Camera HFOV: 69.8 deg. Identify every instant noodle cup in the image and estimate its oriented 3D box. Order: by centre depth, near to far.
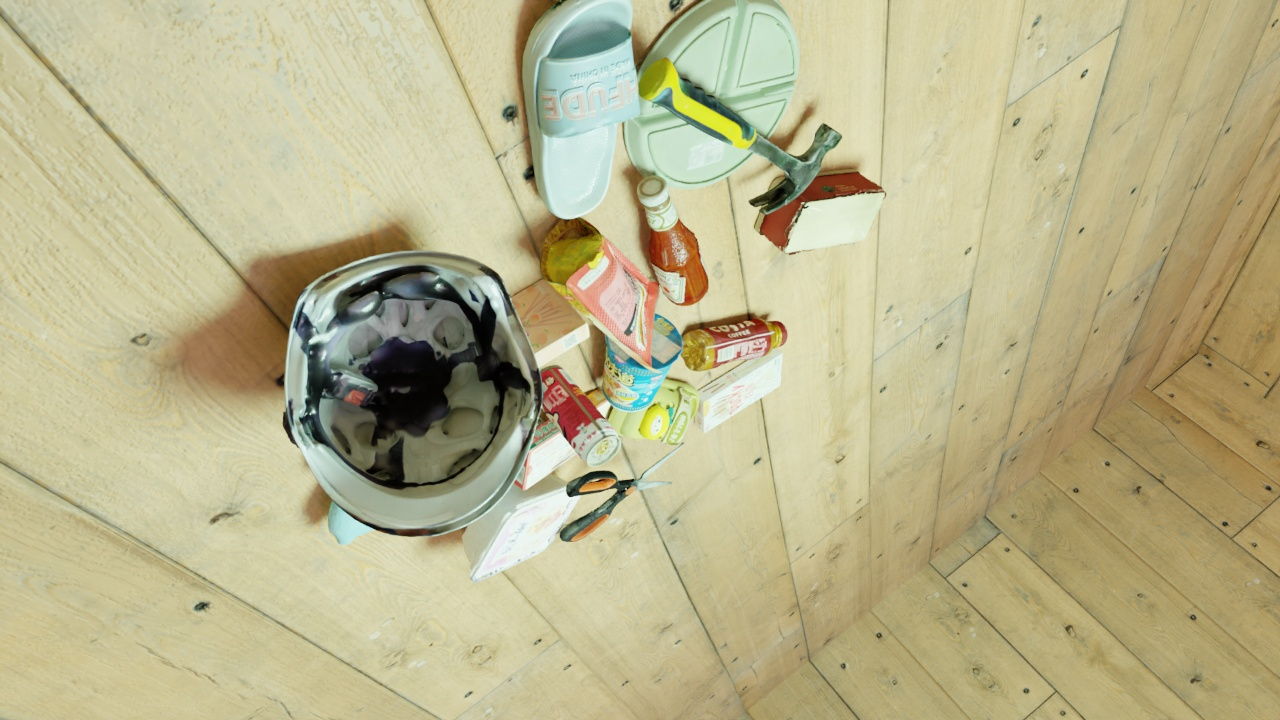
[{"bbox_3d":[-0.007,0.007,1.170,0.099,0.099,0.110,-22,151,-28],"label":"instant noodle cup"},{"bbox_3d":[-0.166,0.215,1.241,0.173,0.060,0.138,-10,137,-57],"label":"instant noodle cup"}]

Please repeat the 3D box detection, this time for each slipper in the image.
[{"bbox_3d":[-0.052,-0.229,0.861,0.103,0.074,0.246,-23,144,-26],"label":"slipper"},{"bbox_3d":[0.037,0.074,1.287,0.190,0.081,0.092,2,115,-55],"label":"slipper"}]

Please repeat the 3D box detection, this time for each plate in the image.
[{"bbox_3d":[0.083,-0.281,0.985,0.229,0.027,0.231,-26,144,-21],"label":"plate"}]

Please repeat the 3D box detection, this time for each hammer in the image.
[{"bbox_3d":[0.106,-0.244,0.996,0.322,0.032,0.126,11,120,-52],"label":"hammer"}]

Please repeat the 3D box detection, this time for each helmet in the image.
[{"bbox_3d":[-0.215,0.032,0.870,0.228,0.258,0.146,-13,177,-15],"label":"helmet"}]

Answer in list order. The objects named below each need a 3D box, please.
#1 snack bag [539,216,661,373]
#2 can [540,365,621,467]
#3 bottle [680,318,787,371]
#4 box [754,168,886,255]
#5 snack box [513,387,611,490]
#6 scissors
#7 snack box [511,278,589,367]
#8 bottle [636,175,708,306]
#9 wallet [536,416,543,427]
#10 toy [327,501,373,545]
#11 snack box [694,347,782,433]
[{"bbox_3d":[-0.029,-0.077,1.035,0.073,0.128,0.208,-14,151,22],"label":"snack bag"},{"bbox_3d":[-0.080,0.067,1.117,0.053,0.132,0.053,-28,144,-22],"label":"can"},{"bbox_3d":[0.137,-0.026,1.305,0.174,0.057,0.058,-12,136,-38],"label":"bottle"},{"bbox_3d":[0.243,-0.191,1.207,0.168,0.077,0.091,-14,137,-36],"label":"box"},{"bbox_3d":[-0.101,0.101,1.200,0.155,0.027,0.077,-33,149,-40],"label":"snack box"},{"bbox_3d":[-0.034,0.179,1.277,0.230,0.021,0.220,-39,153,11],"label":"scissors"},{"bbox_3d":[-0.143,-0.021,0.996,0.157,0.084,0.026,-32,149,-15],"label":"snack box"},{"bbox_3d":[0.036,-0.137,1.066,0.059,0.060,0.206,-38,149,-7],"label":"bottle"},{"bbox_3d":[-0.191,0.117,1.150,0.130,0.037,0.106,-50,157,14],"label":"wallet"},{"bbox_3d":[-0.308,0.137,1.039,0.161,0.050,0.156,-50,142,-5],"label":"toy"},{"bbox_3d":[0.153,0.044,1.432,0.156,0.027,0.085,-31,146,-18],"label":"snack box"}]
